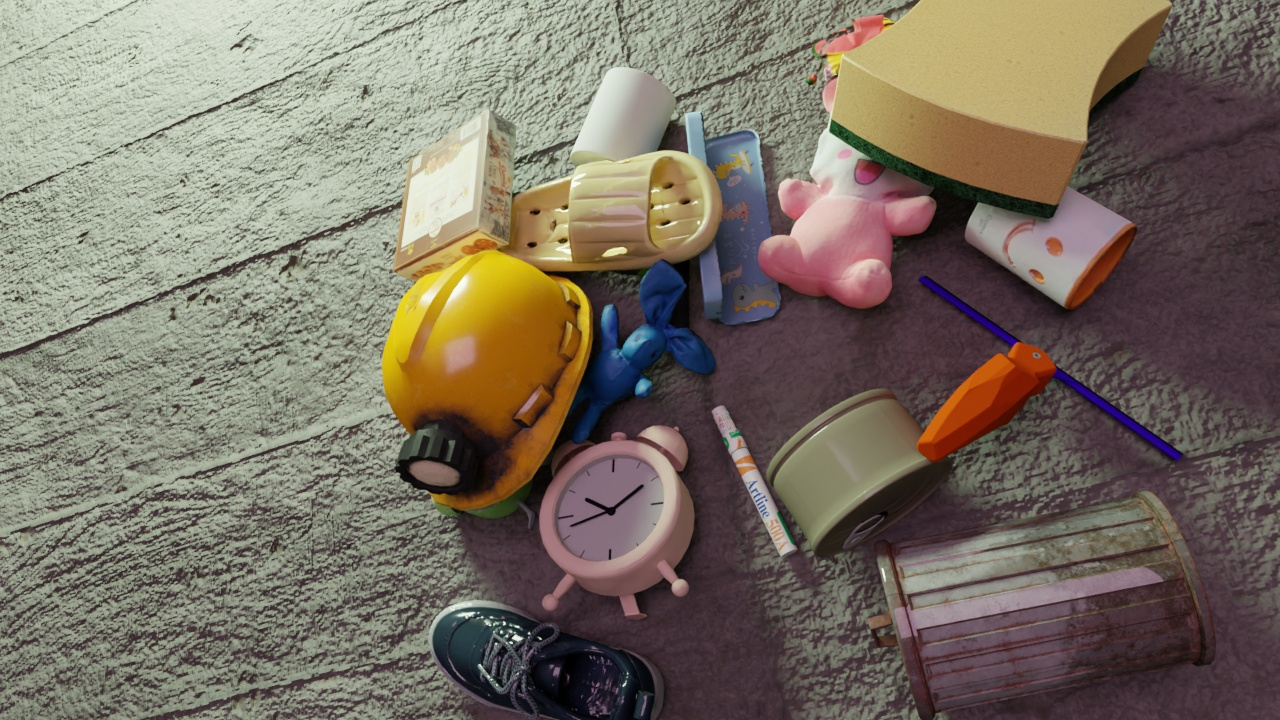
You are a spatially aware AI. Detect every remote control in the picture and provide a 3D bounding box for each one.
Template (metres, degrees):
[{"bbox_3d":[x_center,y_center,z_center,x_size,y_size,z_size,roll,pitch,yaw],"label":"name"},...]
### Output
[{"bbox_3d":[0.032,-0.102,0.881,0.033,0.015,0.146,2,87,-23],"label":"remote control"}]

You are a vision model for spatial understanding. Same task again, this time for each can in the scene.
[{"bbox_3d":[0.172,0.090,0.730,0.128,0.128,0.073,-35,62,5],"label":"can"}]

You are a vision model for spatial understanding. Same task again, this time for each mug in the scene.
[{"bbox_3d":[-0.028,-0.236,0.948,0.112,0.078,0.096,9,73,51],"label":"mug"},{"bbox_3d":[0.339,-0.105,0.763,0.082,0.082,0.105,-47,63,-1],"label":"mug"}]

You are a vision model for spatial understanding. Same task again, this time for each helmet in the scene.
[{"bbox_3d":[-0.162,-0.008,0.834,0.206,0.131,0.254,-19,46,32],"label":"helmet"}]

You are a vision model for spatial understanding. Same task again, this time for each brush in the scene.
[{"bbox_3d":[0.301,-0.246,0.772,0.195,0.075,0.249,28,58,22],"label":"brush"}]

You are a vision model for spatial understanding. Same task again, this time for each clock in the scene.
[{"bbox_3d":[-0.017,0.141,0.817,0.131,0.086,0.160,-11,59,16],"label":"clock"},{"bbox_3d":[-0.153,0.108,0.887,0.119,0.042,0.094,8,74,22],"label":"clock"}]

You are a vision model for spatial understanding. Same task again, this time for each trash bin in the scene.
[{"bbox_3d":[0.273,0.177,0.664,0.211,0.131,0.130,-15,68,12],"label":"trash bin"}]

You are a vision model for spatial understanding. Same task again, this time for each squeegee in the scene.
[{"bbox_3d":[0.275,0.026,0.711,0.184,0.055,0.249,-30,58,-32],"label":"squeegee"}]

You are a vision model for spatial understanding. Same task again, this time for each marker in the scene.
[{"bbox_3d":[0.099,0.105,0.812,0.017,0.017,0.145,-29,65,8],"label":"marker"}]

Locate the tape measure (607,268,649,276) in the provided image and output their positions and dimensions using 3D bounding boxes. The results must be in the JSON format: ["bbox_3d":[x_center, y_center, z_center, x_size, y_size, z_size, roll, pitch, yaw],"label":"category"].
[{"bbox_3d":[-0.001,-0.114,0.908,0.059,0.036,0.065,16,90,6],"label":"tape measure"}]

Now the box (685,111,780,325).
[{"bbox_3d":[0.090,-0.140,0.878,0.079,0.073,0.210,-4,69,4],"label":"box"}]

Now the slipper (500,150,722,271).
[{"bbox_3d":[-0.048,-0.143,0.867,0.262,0.079,0.111,-3,75,36],"label":"slipper"}]

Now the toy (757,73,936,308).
[{"bbox_3d":[0.200,-0.153,0.828,0.142,0.084,0.213,18,80,23],"label":"toy"}]

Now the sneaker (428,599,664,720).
[{"bbox_3d":[-0.091,0.264,0.786,0.236,0.087,0.089,8,75,21],"label":"sneaker"}]

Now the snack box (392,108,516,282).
[{"bbox_3d":[-0.195,-0.169,0.964,0.143,0.041,0.146,-18,61,38],"label":"snack box"}]

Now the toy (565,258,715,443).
[{"bbox_3d":[-0.005,0.005,0.843,0.113,0.071,0.176,44,90,-7],"label":"toy"}]

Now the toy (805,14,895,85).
[{"bbox_3d":[0.216,-0.298,0.896,0.103,0.046,0.084,-39,50,-2],"label":"toy"}]

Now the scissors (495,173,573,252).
[{"bbox_3d":[-0.116,-0.146,0.975,0.131,0.019,0.149,8,76,24],"label":"scissors"}]
